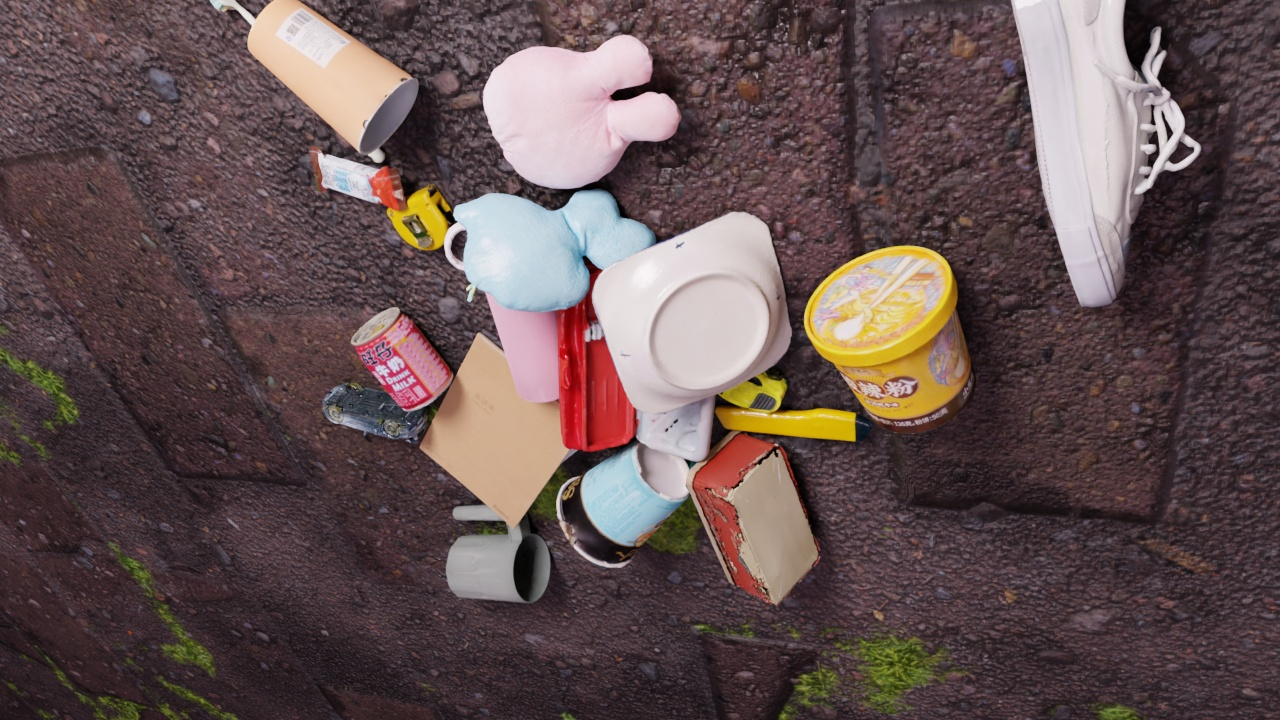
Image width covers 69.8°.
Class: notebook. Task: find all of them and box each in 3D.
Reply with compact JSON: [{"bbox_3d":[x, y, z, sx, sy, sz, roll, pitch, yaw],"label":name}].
[{"bbox_3d":[-0.157,0.083,1.010,0.149,0.012,0.212,39,131,4],"label":"notebook"}]

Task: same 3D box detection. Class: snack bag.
[{"bbox_3d":[-0.263,-0.168,0.847,0.104,0.026,0.048,17,129,26],"label":"snack bag"}]

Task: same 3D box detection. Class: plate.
[{"bbox_3d":[0.052,-0.030,0.781,0.163,0.034,0.164,-24,123,-5],"label":"plate"}]

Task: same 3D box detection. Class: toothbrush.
[{"bbox_3d":[-0.297,-0.247,0.807,0.020,0.029,0.189,-44,110,-1],"label":"toothbrush"}]

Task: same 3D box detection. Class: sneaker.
[{"bbox_3d":[0.310,-0.151,0.605,0.091,0.089,0.242,-11,117,23],"label":"sneaker"}]

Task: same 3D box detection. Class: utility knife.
[{"bbox_3d":[0.147,0.058,0.887,0.154,0.015,0.033,4,123,20],"label":"utility knife"}]

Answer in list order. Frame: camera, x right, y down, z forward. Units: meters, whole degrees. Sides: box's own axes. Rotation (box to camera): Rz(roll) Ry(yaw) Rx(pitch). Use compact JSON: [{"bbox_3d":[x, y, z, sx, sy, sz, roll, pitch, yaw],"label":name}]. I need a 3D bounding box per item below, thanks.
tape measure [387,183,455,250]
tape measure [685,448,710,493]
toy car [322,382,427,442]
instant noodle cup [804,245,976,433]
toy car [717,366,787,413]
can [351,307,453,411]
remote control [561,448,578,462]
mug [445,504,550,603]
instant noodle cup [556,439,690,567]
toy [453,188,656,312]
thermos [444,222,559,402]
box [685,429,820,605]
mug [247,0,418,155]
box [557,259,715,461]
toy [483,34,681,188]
[{"bbox_3d":[-0.204,-0.130,0.860,0.060,0.028,0.057,-14,122,31],"label":"tape measure"},{"bbox_3d":[0.067,0.123,0.946,0.025,0.058,0.054,-10,128,29],"label":"tape measure"},{"bbox_3d":[-0.301,0.060,1.041,0.121,0.054,0.037,14,130,11],"label":"toy car"},{"bbox_3d":[0.208,-0.012,0.742,0.119,0.118,0.114,-13,130,30],"label":"instant noodle cup"},{"bbox_3d":[0.086,0.017,0.866,0.105,0.032,0.048,27,133,1],"label":"toy car"},{"bbox_3d":[-0.249,-0.002,0.960,0.067,0.066,0.094,-16,121,31],"label":"can"},{"bbox_3d":[-0.115,0.100,1.023,0.056,0.019,0.135,39,132,-11],"label":"remote control"},{"bbox_3d":[-0.179,0.237,1.134,0.104,0.083,0.124,-5,99,27],"label":"mug"},{"bbox_3d":[-0.011,0.143,0.967,0.111,0.111,0.121,39,125,-12],"label":"instant noodle cup"},{"bbox_3d":[-0.075,-0.091,0.767,0.161,0.156,0.050,43,158,-3],"label":"toy"},{"bbox_3d":[-0.118,-0.052,0.858,0.087,0.067,0.199,-20,128,-8],"label":"thermos"},{"bbox_3d":[0.120,0.162,0.919,0.078,0.091,0.168,18,141,48],"label":"box"},{"bbox_3d":[-0.257,-0.240,0.761,0.123,0.078,0.078,38,132,-6],"label":"mug"},{"bbox_3d":[-0.003,0.001,0.858,0.160,0.065,0.201,4,121,3],"label":"box"},{"bbox_3d":[-0.048,-0.195,0.725,0.160,0.054,0.121,-9,131,28],"label":"toy"}]
